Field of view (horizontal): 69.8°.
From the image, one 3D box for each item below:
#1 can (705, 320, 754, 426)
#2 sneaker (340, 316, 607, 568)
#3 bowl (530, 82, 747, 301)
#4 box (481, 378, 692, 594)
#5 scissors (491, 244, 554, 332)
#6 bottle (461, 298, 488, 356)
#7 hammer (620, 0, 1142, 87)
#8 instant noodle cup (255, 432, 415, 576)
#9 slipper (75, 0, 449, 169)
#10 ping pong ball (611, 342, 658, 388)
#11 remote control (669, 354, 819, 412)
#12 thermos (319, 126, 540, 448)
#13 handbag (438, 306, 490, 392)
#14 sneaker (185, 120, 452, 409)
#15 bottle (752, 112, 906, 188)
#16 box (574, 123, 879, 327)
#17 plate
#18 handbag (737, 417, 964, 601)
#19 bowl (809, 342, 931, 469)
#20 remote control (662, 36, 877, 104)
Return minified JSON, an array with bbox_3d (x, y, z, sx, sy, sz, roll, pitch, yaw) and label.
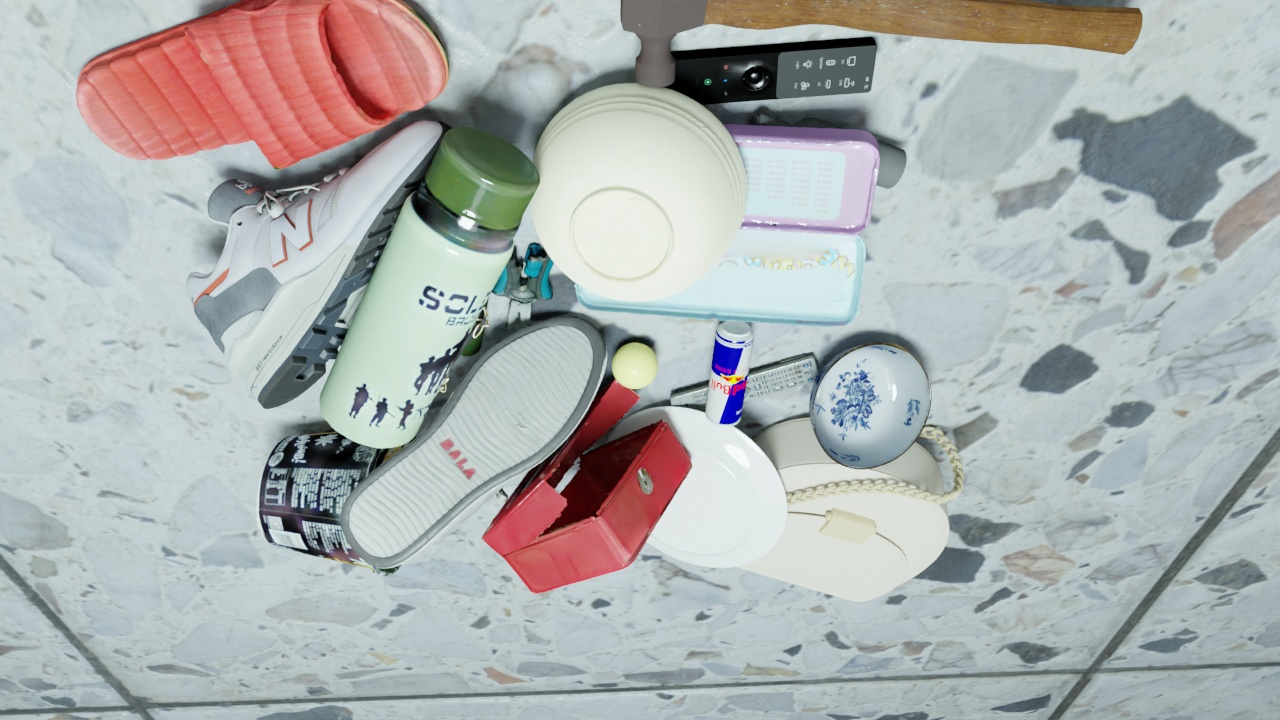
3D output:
[{"bbox_3d":[0.077,0.011,0.796,0.032,0.032,0.095,1,124,-5],"label":"can"},{"bbox_3d":[-0.128,0.070,0.783,0.263,0.097,0.129,-44,174,-5],"label":"sneaker"},{"bbox_3d":[-0.007,-0.097,0.605,0.151,0.075,0.151,6,126,8],"label":"bowl"},{"bbox_3d":[-0.044,0.117,0.804,0.110,0.157,0.134,45,128,-8],"label":"box"},{"bbox_3d":[-0.088,-0.075,0.719,0.148,0.019,0.123,-31,130,28],"label":"scissors"},{"bbox_3d":[-0.136,-0.046,0.741,0.025,0.025,0.106,7,135,-11],"label":"bottle"},{"bbox_3d":[0.149,-0.217,0.564,0.323,0.033,0.115,3,130,-5],"label":"hammer"},{"bbox_3d":[-0.276,0.123,0.841,0.112,0.137,0.137,3,137,6],"label":"instant noodle cup"},{"bbox_3d":[-0.246,-0.170,0.582,0.249,0.059,0.104,-9,136,8],"label":"slipper"},{"bbox_3d":[-0.005,0.005,0.791,0.040,0.040,0.040,-2,136,-2],"label":"ping pong ball"},{"bbox_3d":[0.094,0.024,0.836,0.137,0.013,0.033,-15,135,12],"label":"remote control"},{"bbox_3d":[-0.144,-0.048,0.625,0.082,0.082,0.232,20,122,-22],"label":"thermos"},{"bbox_3d":[-0.165,-0.025,0.716,0.054,0.079,0.129,-20,156,-50],"label":"handbag"},{"bbox_3d":[-0.236,-0.091,0.641,0.124,0.088,0.240,38,99,6],"label":"sneaker"},{"bbox_3d":[0.131,-0.151,0.644,0.113,0.030,0.030,14,134,-17],"label":"bottle"},{"bbox_3d":[0.055,-0.096,0.658,0.214,0.034,0.151,5,122,8],"label":"box"},{"bbox_3d":[0.046,0.129,0.875,0.189,0.016,0.189,13,124,20],"label":"plate"},{"bbox_3d":[0.192,0.145,0.918,0.210,0.103,0.209,18,134,-7],"label":"handbag"},{"bbox_3d":[0.196,0.035,0.817,0.114,0.045,0.114,-3,104,-14],"label":"bowl"},{"bbox_3d":[0.080,-0.191,0.612,0.150,0.013,0.034,-4,136,1],"label":"remote control"}]
